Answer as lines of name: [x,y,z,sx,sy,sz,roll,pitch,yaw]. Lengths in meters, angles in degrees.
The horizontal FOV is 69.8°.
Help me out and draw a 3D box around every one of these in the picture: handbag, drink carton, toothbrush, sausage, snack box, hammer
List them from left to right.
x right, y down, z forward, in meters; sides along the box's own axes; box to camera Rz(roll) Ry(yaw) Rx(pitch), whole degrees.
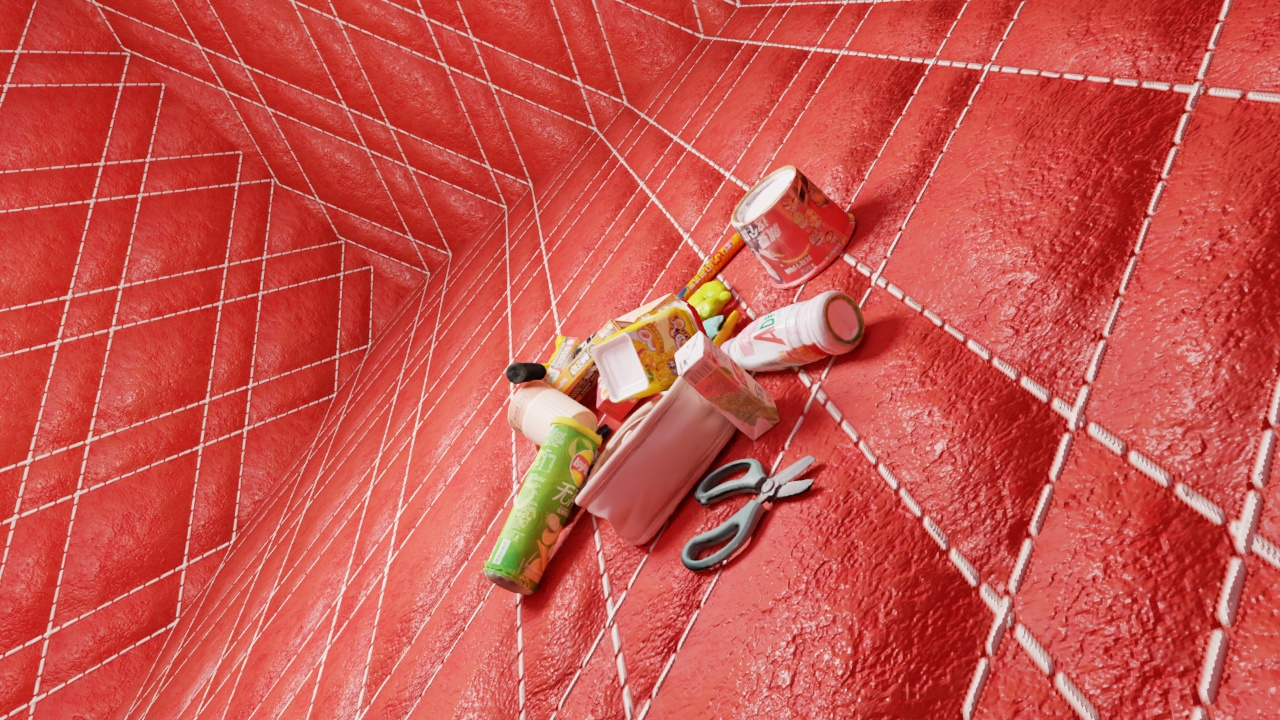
hammer: [-0.162,0.019,1.452,0.300,0.033,0.129,4,-75,-85]
snack box: [-0.122,0.042,1.444,0.027,0.077,0.155,-1,42,25]
toothbrush: [-0.095,0.163,1.262,0.018,0.014,0.188,5,54,53]
snack box: [-0.069,0.001,1.377,0.154,0.026,0.075,-47,-18,17]
snack box: [-0.016,-0.056,1.463,0.158,0.026,0.084,-23,13,48]
snack box: [-0.008,0.008,1.310,0.127,0.044,0.113,-48,18,21]
handbag: [0.002,0.108,1.100,0.193,0.093,0.234,-49,10,-7]
sausage: [0.107,-0.139,1.413,0.165,0.021,0.021,-47,20,0]
drink carton: [0.092,0.030,0.986,0.046,0.122,0.053,-41,23,18]

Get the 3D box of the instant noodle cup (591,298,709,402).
instant noodle cup: [0.014,-0.005,1.165,0.123,0.116,0.116,-20,-3,-45]

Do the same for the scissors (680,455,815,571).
scissors: [0.105,0.131,0.920,0.177,0.019,0.170,-42,20,17]

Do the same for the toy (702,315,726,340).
toy: [0.081,-0.028,1.249,0.092,0.030,0.096,-32,27,42]

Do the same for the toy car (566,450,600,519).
toy car: [-0.095,0.167,1.222,0.054,0.037,0.120,-6,48,59]

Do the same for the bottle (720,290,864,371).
bottle: [0.162,-0.024,1.035,0.197,0.068,0.068,-20,32,57]

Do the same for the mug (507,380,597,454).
mug: [-0.125,0.100,1.314,0.106,0.115,0.081,27,35,37]

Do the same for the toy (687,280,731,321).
toy: [0.097,-0.084,1.312,0.097,0.031,0.099,-23,22,39]

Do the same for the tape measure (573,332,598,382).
tape measure: [-0.071,0.000,1.440,0.066,0.066,0.033,-42,21,7]

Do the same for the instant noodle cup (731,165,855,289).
instant noodle cup: [0.191,-0.177,1.194,0.138,0.108,0.137,-40,22,19]

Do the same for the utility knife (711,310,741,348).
utility knife: [0.094,-0.021,1.138,0.215,0.015,0.033,-49,-21,-62]

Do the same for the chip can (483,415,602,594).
chip can: [-0.122,0.182,1.147,0.073,0.072,0.220,-12,48,56]
